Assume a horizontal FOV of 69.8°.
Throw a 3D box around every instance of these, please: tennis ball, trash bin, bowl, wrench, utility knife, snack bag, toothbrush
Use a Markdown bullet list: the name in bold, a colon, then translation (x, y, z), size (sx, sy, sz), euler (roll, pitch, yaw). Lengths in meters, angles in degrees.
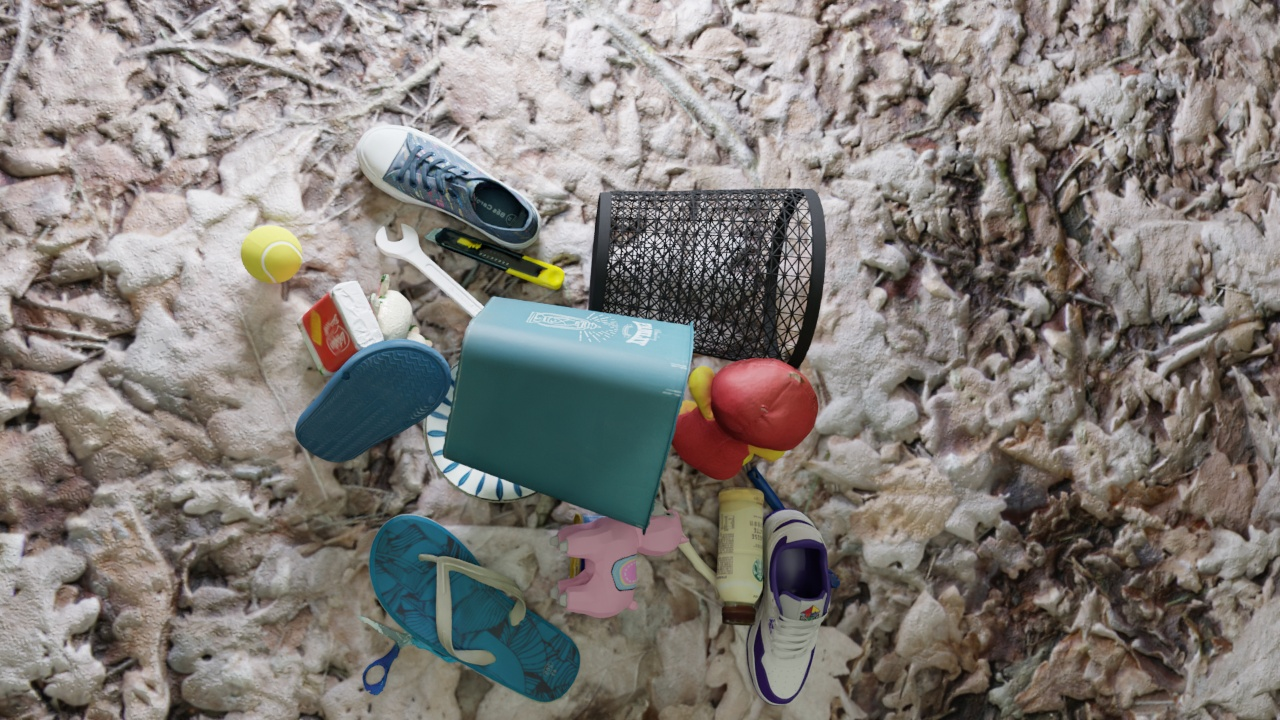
- **tennis ball**: translation (-0.417, -0.120, 1.039), size (0.065, 0.065, 0.065), euler (1, 86, -12)
- **trash bin**: translation (-0.072, 0.041, 0.953), size (0.218, 0.196, 0.199), euler (14, 108, -1)
- **bowl**: translation (-0.163, 0.079, 1.075), size (0.177, 0.071, 0.177), euler (2, 80, -10)
- **wrench**: translation (-0.204, -0.069, 1.069), size (0.273, 0.009, 0.047), euler (41, 62, 10)
- **utility knife**: translation (-0.175, -0.126, 1.112), size (0.174, 0.020, 0.028), euler (19, 80, -12)
- **snack bag**: translation (-0.337, -0.034, 1.027), size (0.036, 0.116, 0.077), euler (-25, 90, -44)
- **trash bin**: translation (0.066, -0.105, 1.078), size (0.243, 0.217, 0.217), euler (5, 85, -5)
- **toothbrush**: translation (0.198, 0.216, 1.176), size (0.016, 0.017, 0.190), euler (-37, 95, -12)

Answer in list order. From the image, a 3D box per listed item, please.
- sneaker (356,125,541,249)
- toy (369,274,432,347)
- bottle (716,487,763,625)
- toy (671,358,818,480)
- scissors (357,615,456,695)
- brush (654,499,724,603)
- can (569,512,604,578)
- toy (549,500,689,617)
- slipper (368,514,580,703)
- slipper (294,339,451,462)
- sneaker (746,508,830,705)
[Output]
- **sneaker**: translation (-0.221, -0.210, 1.080), size (0.235, 0.079, 0.087), euler (27, 82, -9)
- **toy**: translation (-0.286, -0.044, 1.060), size (0.050, 0.087, 0.112), euler (-12, 134, 9)
- **bottle**: translation (0.122, 0.239, 1.120), size (0.056, 0.057, 0.162), euler (7, 71, -12)
- **toy**: translation (0.118, 0.069, 1.067), size (0.147, 0.217, 0.098), euler (30, 57, -11)
- **scissors**: translation (-0.275, 0.333, 1.069), size (0.127, 0.014, 0.133), euler (32, 82, -8)
- **brush**: translation (0.029, 0.189, 1.127), size (0.077, 0.062, 0.272), euler (-32, 98, 4)
- **can**: translation (-0.051, 0.235, 1.103), size (0.059, 0.054, 0.099), euler (5, 86, -14)
- **toy**: translation (-0.023, 0.227, 1.050), size (0.157, 0.067, 0.123), euler (-1, 88, -20)
- **slipper**: translation (-0.191, 0.295, 1.060), size (0.295, 0.060, 0.118), euler (39, 73, -8)
- **slipper**: translation (-0.302, 0.041, 1.020), size (0.214, 0.059, 0.104), euler (-33, 120, 23)
- **sneaker**: translation (0.188, 0.309, 1.112), size (0.092, 0.111, 0.244), euler (2, 91, -7)
